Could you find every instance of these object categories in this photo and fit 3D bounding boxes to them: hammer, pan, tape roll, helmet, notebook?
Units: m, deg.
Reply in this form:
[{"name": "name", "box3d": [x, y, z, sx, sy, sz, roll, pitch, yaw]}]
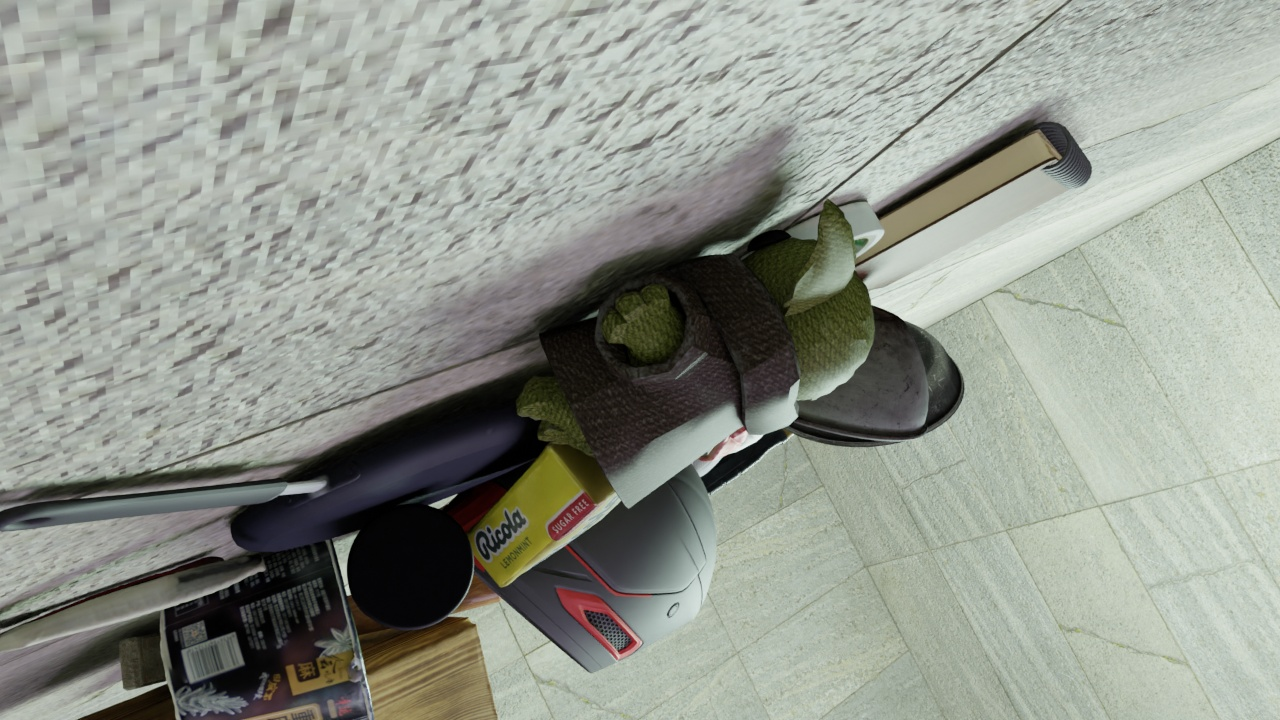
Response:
[{"name": "hammer", "box3d": [0.133, 0.091, 1.023, 0.332, 0.118, 0.025, -34, 172, -9]}, {"name": "pan", "box3d": [0.117, 0.030, 0.850, 0.357, 0.055, 0.187, -10, -147, 0]}, {"name": "tape roll", "box3d": [0.079, -0.050, 0.472, 0.094, 0.018, 0.094, -26, 171, -4]}, {"name": "helmet", "box3d": [-0.030, 0.128, 0.690, 0.169, 0.164, 0.265, -49, 144, -17]}, {"name": "pan", "box3d": [-0.138, 0.059, 0.429, 0.199, 0.021, 0.356, -24, 171, 11]}, {"name": "hammer", "box3d": [-0.261, 0.216, 0.763, 0.300, 0.037, 0.158, -10, 168, -15]}, {"name": "notebook", "box3d": [0.198, -0.089, 0.586, 0.168, 0.024, 0.225, -29, 172, 29]}]

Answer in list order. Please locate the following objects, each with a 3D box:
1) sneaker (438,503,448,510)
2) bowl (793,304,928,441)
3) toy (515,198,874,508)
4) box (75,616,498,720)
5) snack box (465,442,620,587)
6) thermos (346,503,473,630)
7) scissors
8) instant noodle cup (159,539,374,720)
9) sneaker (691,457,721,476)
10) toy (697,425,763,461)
[{"name": "sneaker", "box3d": [-0.108, 0.133, 0.818, 0.240, 0.087, 0.118, 3, 170, -29]}, {"name": "bowl", "box3d": [0.125, -0.005, 0.605, 0.145, 0.067, 0.144, 12, -166, -3]}, {"name": "toy", "box3d": [0.025, 0.000, 0.394, 0.152, 0.078, 0.179, -26, 156, -2]}, {"name": "box", "box3d": [-0.297, 0.381, 0.771, 0.270, 0.263, 0.278, -11, -177, 44]}, {"name": "snack box", "box3d": [-0.008, 0.048, 0.526, 0.180, 0.045, 0.122, -35, 172, -45]}, {"name": "thermos", "box3d": [-0.145, 0.129, 0.555, 0.061, 0.061, 0.232, -24, 174, -22]}, {"name": "scissors", "box3d": [-0.268, 0.122, 0.432, 0.179, 0.015, 0.194, -17, 179, 11]}, {"name": "instant noodle cup", "box3d": [-0.248, 0.191, 0.608, 0.112, 0.137, 0.137, -12, 167, -23]}, {"name": "sneaker", "box3d": [-0.008, 0.128, 0.935, 0.240, 0.089, 0.124, -30, -157, 40]}, {"name": "toy", "box3d": [0.064, 0.033, 0.724, 0.159, 0.084, 0.194, -17, 173, 18]}]
